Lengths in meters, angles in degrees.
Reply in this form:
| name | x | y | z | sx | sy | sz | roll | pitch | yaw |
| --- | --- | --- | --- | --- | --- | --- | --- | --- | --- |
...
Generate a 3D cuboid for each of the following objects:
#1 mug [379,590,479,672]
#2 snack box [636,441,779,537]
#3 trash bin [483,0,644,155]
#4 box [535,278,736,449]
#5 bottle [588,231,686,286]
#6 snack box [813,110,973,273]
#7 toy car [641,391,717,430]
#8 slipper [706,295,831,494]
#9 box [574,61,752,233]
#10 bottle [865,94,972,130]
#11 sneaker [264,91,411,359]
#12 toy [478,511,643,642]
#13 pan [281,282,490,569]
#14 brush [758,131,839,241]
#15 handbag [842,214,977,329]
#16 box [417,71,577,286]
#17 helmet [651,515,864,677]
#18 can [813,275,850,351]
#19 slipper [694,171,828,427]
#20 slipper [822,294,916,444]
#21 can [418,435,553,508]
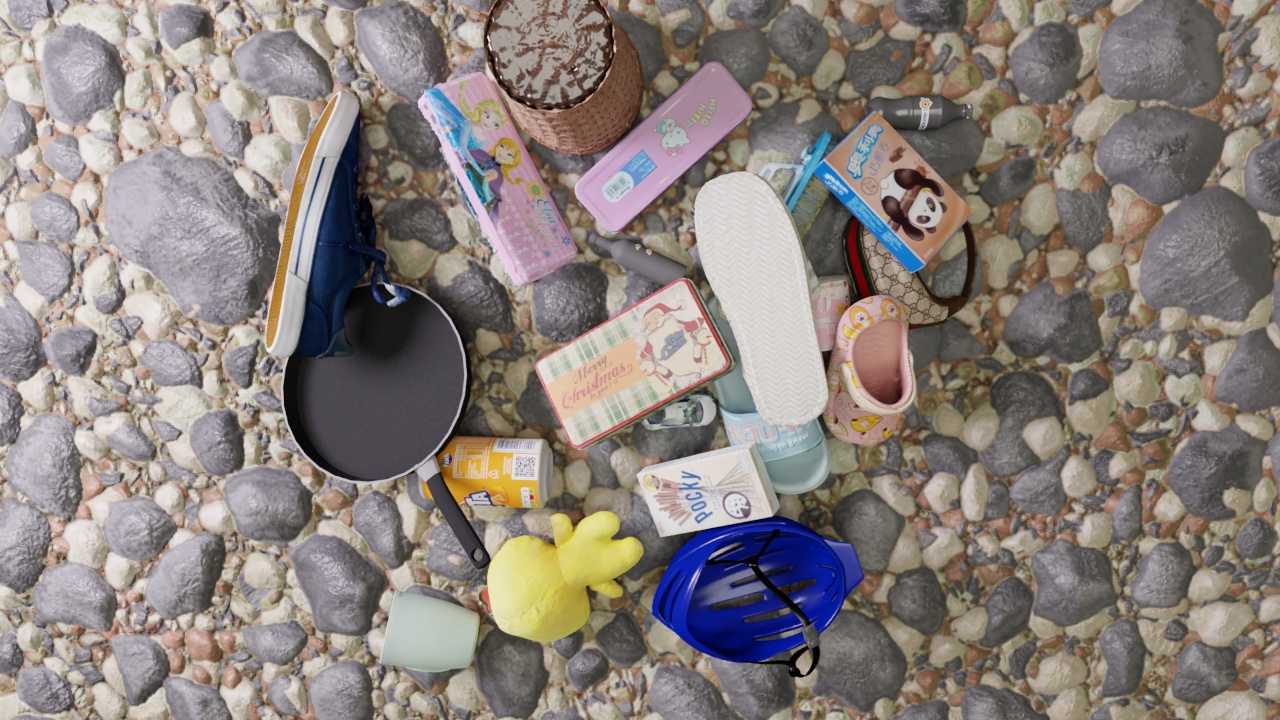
| name | x | y | z | sx | sy | sz | roll | pitch | yaw |
| --- | --- | --- | --- | --- | --- | --- | --- | --- | --- |
| mug | -0.250 | 0.332 | 1.089 | 0.104 | 0.084 | 0.111 | 13 | 127 | -11 |
| snack box | 0.074 | 0.147 | 1.035 | 0.150 | 0.026 | 0.082 | -18 | 98 | 31 |
| trash bin | -0.074 | -0.288 | 0.913 | 0.151 | 0.210 | 0.151 | 1 | 99 | 3 |
| box | -0.006 | 0.006 | 1.009 | 0.206 | 0.050 | 0.117 | -28 | 77 | 16 |
| bottle | -0.005 | -0.115 | 1.026 | 0.113 | 0.030 | 0.030 | 25 | 99 | -1 |
| snack box | 0.263 | -0.175 | 0.954 | 0.151 | 0.034 | 0.087 | 45 | 73 | -1 |
| toy car | 0.044 | 0.058 | 1.052 | 0.090 | 0.027 | 0.039 | -6 | 96 | 4 |
| slipper | 0.133 | 0.039 | 1.022 | 0.104 | 0.074 | 0.245 | -21 | 96 | 7 |
| box | 0.024 | -0.233 | 1.006 | 0.214 | 0.036 | 0.076 | -41 | 98 | 8 |
| bottle | 0.299 | -0.266 | 0.985 | 0.110 | 0.036 | 0.036 | -1 | 98 | 3 |
| sneaker | -0.319 | -0.142 | 1.006 | 0.127 | 0.121 | 0.294 | 10 | 87 | -32 |
| toy | -0.096 | 0.251 | 1.057 | 0.208 | 0.092 | 0.134 | -37 | 98 | 5 |
| pan | -0.258 | 0.076 | 1.009 | 0.225 | 0.034 | 0.356 | -37 | 74 | 5 |
| brush | 0.165 | -0.189 | 0.994 | 0.075 | 0.055 | 0.136 | 28 | 98 | -7 |
| handbag | 0.299 | -0.118 | 1.004 | 0.138 | 0.063 | 0.166 | -19 | 93 | -12 |
| box | -0.162 | -0.194 | 1.019 | 0.084 | 0.077 | 0.230 | -31 | 97 | -31 |
| helmet | 0.119 | 0.260 | 0.977 | 0.242 | 0.227 | 0.148 | -20 | 97 | 9 |
| can | 0.198 | -0.052 | 1.007 | 0.067 | 0.067 | 0.076 | -8 | 97 | 4 |
| slipper | 0.131 | -0.064 | 0.965 | 0.115 | 0.054 | 0.272 | -17 | 92 | 24 |
| slipper | 0.248 | 0.026 | 0.973 | 0.093 | 0.081 | 0.198 | -14 | 130 | -7 |
| can | -0.174 | 0.127 | 1.047 | 0.142 | 0.079 | 0.079 | 2 | 99 | 3 |
